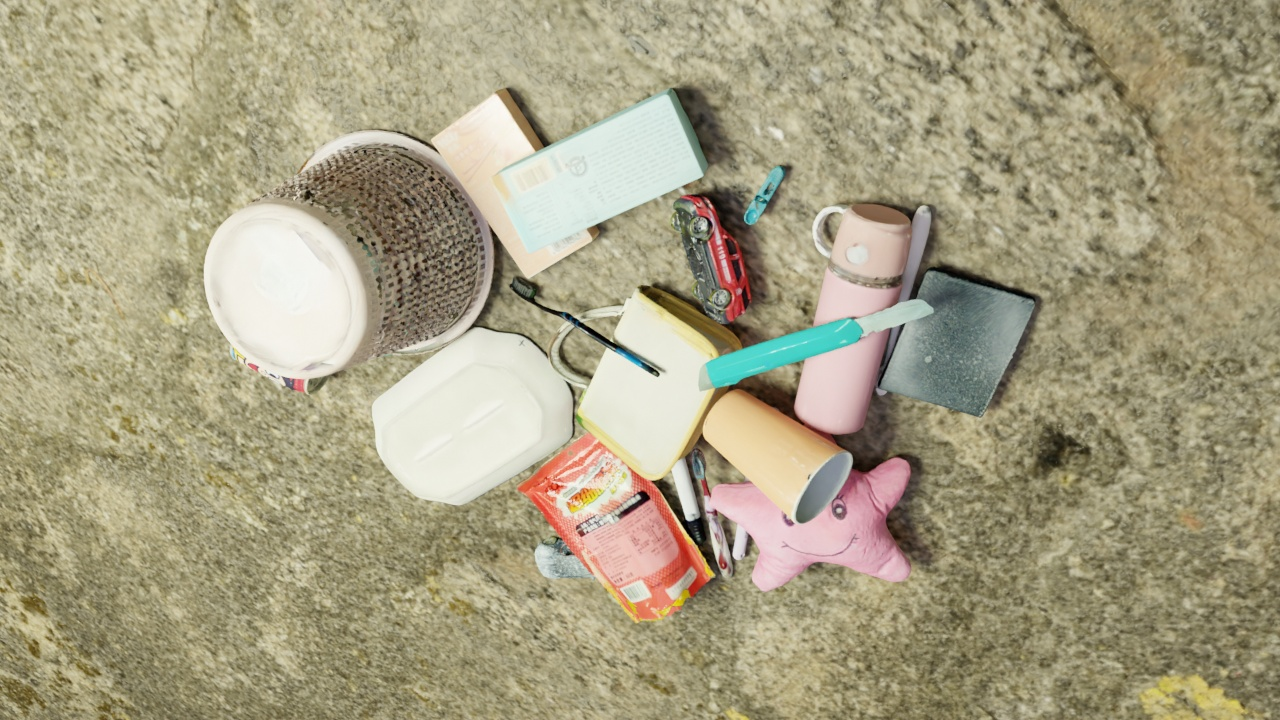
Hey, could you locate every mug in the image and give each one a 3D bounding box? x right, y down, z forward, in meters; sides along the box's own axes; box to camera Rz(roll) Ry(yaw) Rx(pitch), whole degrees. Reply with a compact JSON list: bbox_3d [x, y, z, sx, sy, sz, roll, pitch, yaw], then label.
[{"bbox_3d":[0.120,0.082,0.833,0.123,0.078,0.078,37,127,34],"label":"mug"}]

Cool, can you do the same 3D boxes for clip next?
[{"bbox_3d":[0.107,-0.143,0.793,0.014,0.048,0.057,33,118,1],"label":"clip"}]

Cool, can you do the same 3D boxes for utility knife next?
[{"bbox_3d":[0.141,-0.013,0.774,0.210,0.013,0.029,-18,108,21],"label":"utility knife"}]

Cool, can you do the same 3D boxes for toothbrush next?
[{"bbox_3d":[0.114,0.130,0.933,0.021,0.029,0.189,42,135,45],"label":"toothbrush"},{"bbox_3d":[0.229,-0.049,0.804,0.016,0.016,0.180,11,119,10],"label":"toothbrush"},{"bbox_3d":[0.075,0.164,0.945,0.016,0.017,0.188,-9,125,9],"label":"toothbrush"},{"bbox_3d":[-0.055,-0.033,0.871,0.189,0.014,0.016,31,110,25],"label":"toothbrush"}]

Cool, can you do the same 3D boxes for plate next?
[{"bbox_3d":[-0.191,0.072,0.992,0.266,0.034,0.162,-31,104,29],"label":"plate"}]

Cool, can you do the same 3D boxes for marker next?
[{"bbox_3d":[0.045,0.136,0.959,0.023,0.018,0.131,-3,116,30],"label":"marker"}]

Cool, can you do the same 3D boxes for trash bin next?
[{"bbox_3d":[-0.272,-0.084,0.832,0.228,0.191,0.228,5,110,12],"label":"trash bin"}]

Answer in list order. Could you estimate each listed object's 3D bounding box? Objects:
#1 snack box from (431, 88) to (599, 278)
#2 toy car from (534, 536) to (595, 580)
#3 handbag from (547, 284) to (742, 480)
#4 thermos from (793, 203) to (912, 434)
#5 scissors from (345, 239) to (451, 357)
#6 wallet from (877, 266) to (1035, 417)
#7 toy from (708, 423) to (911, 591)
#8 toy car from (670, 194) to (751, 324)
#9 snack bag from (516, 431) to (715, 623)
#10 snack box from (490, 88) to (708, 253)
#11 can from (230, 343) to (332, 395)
[{"bbox_3d":[-0.115,-0.161,0.851,0.085,0.026,0.157,-26,106,27],"label":"snack box"},{"bbox_3d":[-0.069,0.225,1.034,0.106,0.031,0.049,-6,116,19],"label":"toy car"},{"bbox_3d":[-0.005,0.005,0.889,0.179,0.063,0.164,36,120,17],"label":"handbag"},{"bbox_3d":[0.176,-0.038,0.802,0.087,0.067,0.199,25,125,31],"label":"thermos"},{"bbox_3d":[-0.261,-0.063,0.955,0.178,0.019,0.169,-4,114,17],"label":"scissors"},{"bbox_3d":[0.273,-0.014,0.798,0.097,0.019,0.121,16,115,0],"label":"wallet"},{"bbox_3d":[0.163,0.139,0.888,0.195,0.074,0.178,-5,104,12],"label":"toy"},{"bbox_3d":[0.064,-0.092,0.815,0.045,0.053,0.120,-27,115,-13],"label":"toy car"},{"bbox_3d":[-0.022,0.177,0.976,0.129,0.073,0.208,-35,97,15],"label":"snack bag"},{"bbox_3d":[-0.036,-0.163,0.791,0.175,0.051,0.074,-22,109,13],"label":"snack box"},{"bbox_3d":[-0.384,-0.009,0.993,0.094,0.066,0.067,26,121,3],"label":"can"}]
